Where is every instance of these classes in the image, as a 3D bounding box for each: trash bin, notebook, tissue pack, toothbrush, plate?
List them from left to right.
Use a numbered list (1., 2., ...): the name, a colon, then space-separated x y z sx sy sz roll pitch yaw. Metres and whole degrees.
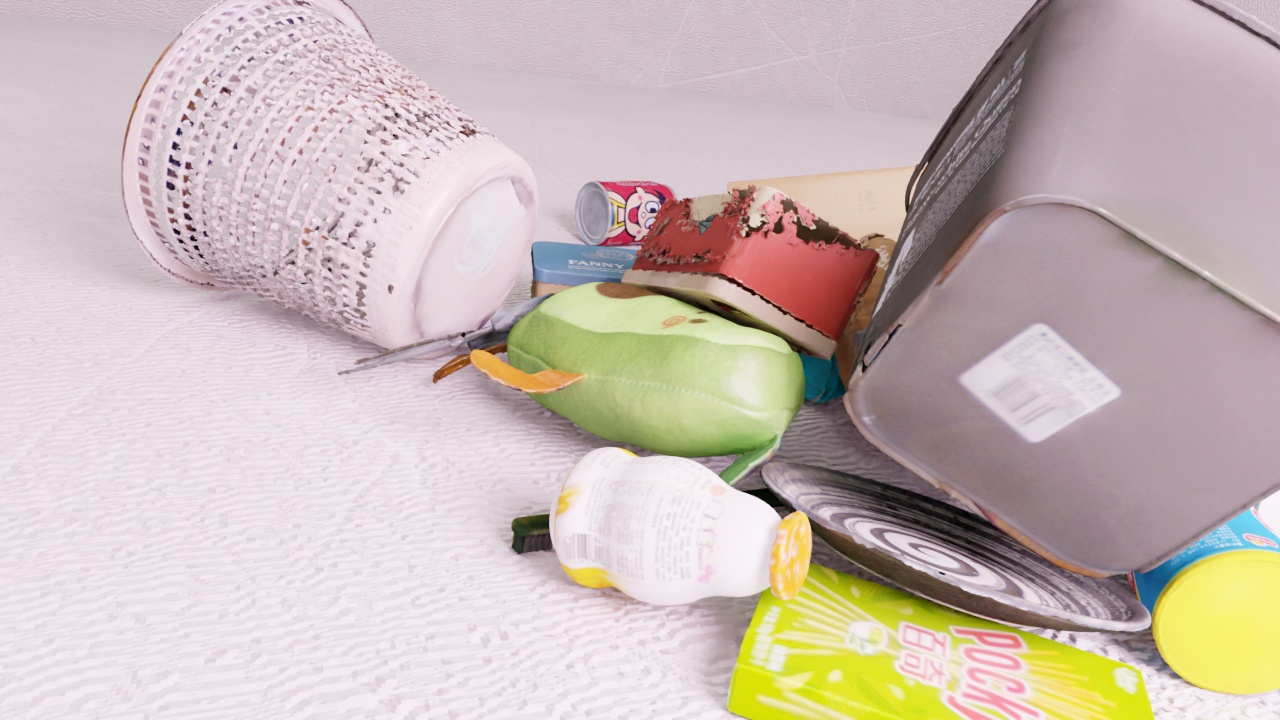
1. trash bin: -0.185 -0.108 0.620 0.192 0.228 0.226 30 27 16
2. toothbrush: 0.021 0.079 0.470 0.185 0.017 0.012 -2 22 -30
3. tissue pack: 0.141 -0.013 0.689 0.133 0.050 0.093 -11 27 -41
4. notebook: 0.183 -0.120 0.845 0.212 0.012 0.149 -3 54 11
5. plate: 0.138 0.089 0.429 0.179 0.024 0.179 17 6 -2
6. trash bin: 0.218 -0.042 0.438 0.198 0.200 0.219 34 47 6

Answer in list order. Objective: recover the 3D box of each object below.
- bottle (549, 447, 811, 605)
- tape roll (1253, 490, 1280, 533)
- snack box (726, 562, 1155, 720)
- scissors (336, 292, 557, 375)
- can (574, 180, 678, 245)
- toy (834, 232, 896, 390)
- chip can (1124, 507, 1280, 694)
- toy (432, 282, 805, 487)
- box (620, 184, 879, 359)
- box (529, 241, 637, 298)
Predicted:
1. bottle: 0.016 0.073 0.391 0.108 0.063 0.063 6 18 31
2. tape roll: 0.328 0.070 0.508 0.014 0.086 0.085 11 22 8
3. snack box: 0.119 0.130 0.364 0.156 0.026 0.085 15 23 15
4. scissors: -0.120 -0.009 0.583 0.171 0.014 0.147 -27 -4 -19
5. can: -0.012 -0.154 0.957 0.093 0.067 0.066 -8 27 -36
6. toy: 0.211 -0.020 0.631 0.225 0.143 0.083 -12 10 -44
7. chip can: 0.279 0.080 0.488 0.071 0.071 0.209 12 21 8
8. toy: -0.003 0.003 0.530 0.226 0.090 0.247 -6 14 -40
9. box: 0.060 -0.061 0.551 0.091 0.080 0.168 27 -3 -20
10. box: -0.008 -0.049 0.712 0.184 0.061 0.089 5 21 -13
